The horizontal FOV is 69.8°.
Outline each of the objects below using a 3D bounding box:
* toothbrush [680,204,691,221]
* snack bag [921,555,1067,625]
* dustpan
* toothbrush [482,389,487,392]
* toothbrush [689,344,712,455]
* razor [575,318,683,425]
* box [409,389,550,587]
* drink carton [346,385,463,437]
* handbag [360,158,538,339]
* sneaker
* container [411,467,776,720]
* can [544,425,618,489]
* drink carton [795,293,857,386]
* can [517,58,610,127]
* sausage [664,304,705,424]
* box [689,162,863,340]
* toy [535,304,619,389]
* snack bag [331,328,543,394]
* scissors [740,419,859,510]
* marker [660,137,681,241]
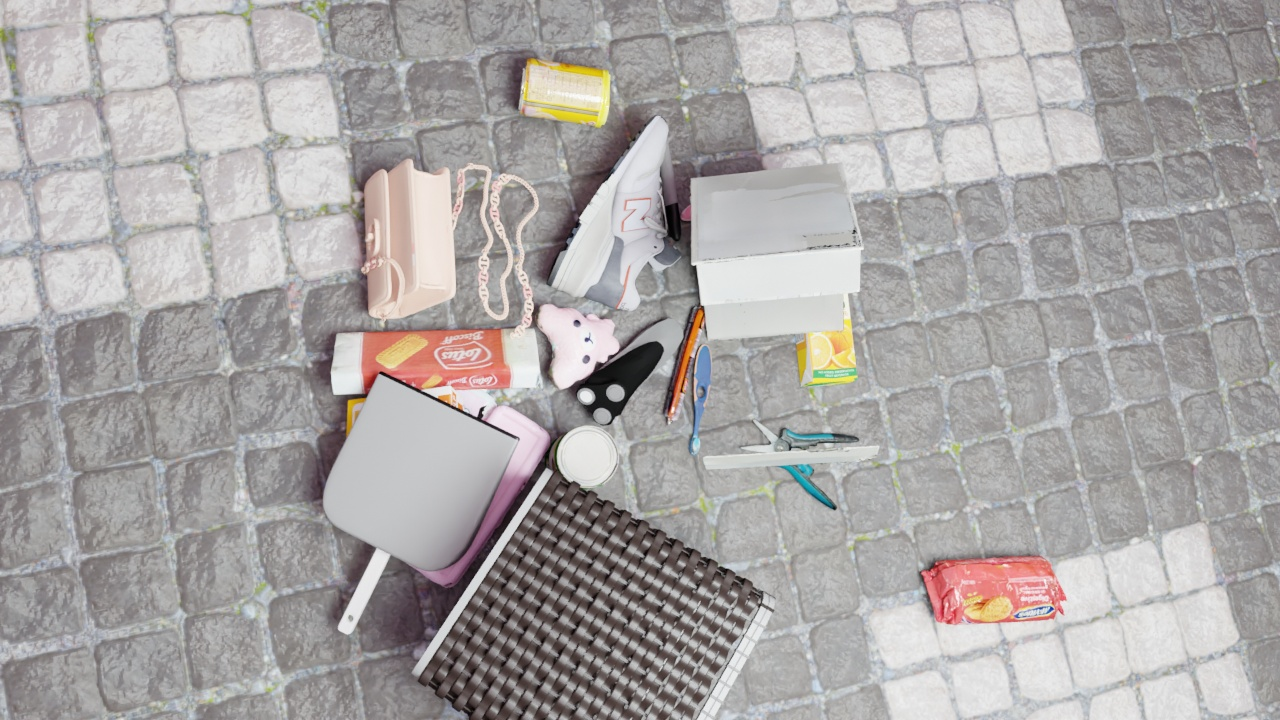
[{"bbox_3d":[0.108,-0.206,1.141,0.134,0.016,0.021,-29,86,-15],"label":"toothbrush"},{"bbox_3d":[0.427,0.273,1.100,0.176,0.082,0.082,0,81,-12],"label":"snack bag"},{"bbox_3d":[-0.251,0.162,0.944,0.163,0.033,0.257,25,84,6],"label":"dustpan"},{"bbox_3d":[-0.206,0.091,1.034,0.017,0.012,0.186,31,76,-19],"label":"toothbrush"},{"bbox_3d":[0.071,0.046,1.094,0.021,0.017,0.135,9,80,-12],"label":"toothbrush"},{"bbox_3d":[-0.006,0.006,1.068,0.057,0.060,0.155,52,55,-12],"label":"razor"},{"bbox_3d":[-0.209,0.126,0.997,0.153,0.041,0.201,32,76,4],"label":"box"},{"bbox_3d":[-0.249,0.068,0.987,0.122,0.040,0.058,-8,67,7],"label":"drink carton"},{"bbox_3d":[-0.220,-0.114,1.044,0.187,0.117,0.198,6,73,-44],"label":"handbag"},{"bbox_3d":[-0.003,-0.160,1.082,0.124,0.089,0.239,34,85,-9],"label":"sneaker"},{"bbox_3d":[-0.057,0.271,0.919,0.243,0.248,0.245,33,76,-1],"label":"container"},{"bbox_3d":[-0.066,0.108,1.002,0.067,0.121,0.067,2,81,-11],"label":"can"},{"bbox_3d":[0.224,-0.032,1.124,0.058,0.041,0.122,-3,81,-12],"label":"drink carton"},{"bbox_3d":[-0.091,-0.318,1.092,0.105,0.068,0.067,6,80,-10],"label":"can"},{"bbox_3d":[0.053,0.002,1.096,0.020,0.020,0.155,17,78,-8],"label":"sausage"},{"bbox_3d":[0.154,-0.108,1.088,0.167,0.446,0.164,-4,81,7],"label":"box"},{"bbox_3d":[-0.069,-0.022,1.059,0.095,0.053,0.099,-11,85,-25],"label":"toy"},{"bbox_3d":[-0.223,0.000,1.014,0.225,0.041,0.077,-3,42,-10],"label":"snack bag"},{"bbox_3d":[0.203,0.110,1.109,0.118,0.019,0.148,-43,90,-14],"label":"scissors"},{"bbox_3d":[0.033,-0.213,1.128,0.022,0.016,0.138,-10,82,11],"label":"marker"}]
